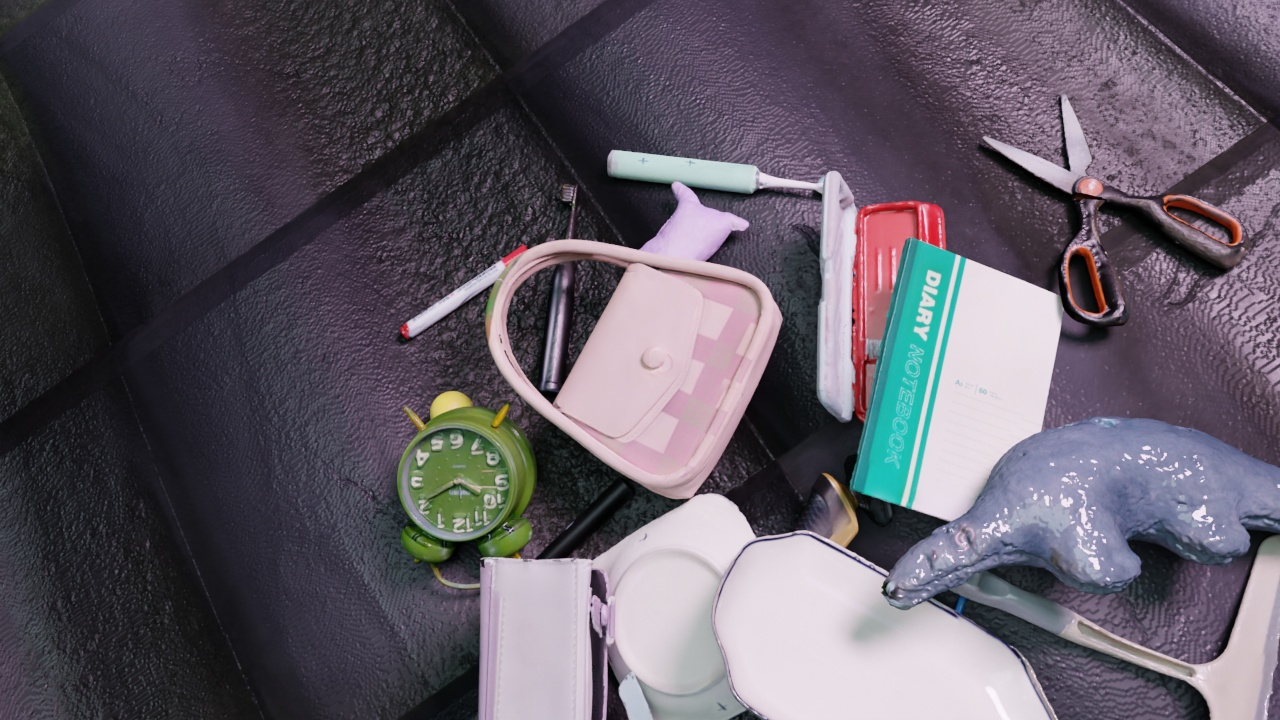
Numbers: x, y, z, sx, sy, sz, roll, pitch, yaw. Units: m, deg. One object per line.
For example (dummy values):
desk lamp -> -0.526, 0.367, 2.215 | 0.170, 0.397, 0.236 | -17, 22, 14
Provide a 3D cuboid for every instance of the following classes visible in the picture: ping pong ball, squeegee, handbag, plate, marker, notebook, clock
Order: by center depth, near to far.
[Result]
plate -> 0.169, 0.229, 0.647 | 0.266, 0.034, 0.161 | 29, 46, 6
squeegee -> 0.320, 0.195, 0.673 | 0.247, 0.039, 0.246 | 21, 67, 17
handbag -> -0.069, 0.250, 0.688 | 0.098, 0.145, 0.196 | 2, 77, -2
plate -> 0.033, 0.203, 0.720 | 0.164, 0.034, 0.163 | -36, 67, 17
notebook -> 0.253, 0.022, 0.723 | 0.150, 0.012, 0.209 | 18, 77, -12
handbag -> -0.018, -0.012, 0.768 | 0.234, 0.093, 0.193 | 27, 79, 7
clock -> -0.150, 0.116, 0.787 | 0.116, 0.056, 0.161 | -3, 93, 7
marker -> -0.057, 0.152, 0.787 | 0.132, 0.020, 0.022 | -44, 60, -3
ping pong ball -> -0.171, 0.048, 0.835 | 0.040, 0.040, 0.040 | -4, 72, 12
marker -> -0.168, -0.065, 0.884 | 0.145, 0.017, 0.017 | -34, 68, 1

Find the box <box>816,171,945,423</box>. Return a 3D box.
box -> 0.196, -0.050, 0.749 | 0.112, 0.099, 0.201 | 0, 73, 14

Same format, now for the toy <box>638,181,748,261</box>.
toy -> 0.034, -0.104, 0.836 | 0.084, 0.039, 0.108 | 36, 90, 19

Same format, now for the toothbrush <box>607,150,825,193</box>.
toothbrush -> 0.076, -0.172, 0.854 | 0.225, 0.026, 0.027 | 10, 53, 16

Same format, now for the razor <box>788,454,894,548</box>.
razor -> 0.139, 0.151, 0.729 | 0.067, 0.062, 0.167 | 38, 90, -10

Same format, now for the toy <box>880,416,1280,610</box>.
toy -> 0.335, 0.104, 0.658 | 0.356, 0.091, 0.137 | -8, 50, -4

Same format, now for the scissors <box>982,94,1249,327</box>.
scissors -> 0.386, -0.125, 0.764 | 0.221, 0.022, 0.230 | 17, 71, 16

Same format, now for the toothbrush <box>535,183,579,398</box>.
toothbrush -> -0.074, -0.070, 0.858 | 0.027, 0.026, 0.212 | 4, 73, 2

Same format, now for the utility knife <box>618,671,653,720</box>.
utility knife -> 0.029, 0.338, 0.692 | 0.034, 0.018, 0.209 | -25, 79, 9

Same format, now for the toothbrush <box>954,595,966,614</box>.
toothbrush -> 0.221, 0.244, 0.696 | 0.016, 0.014, 0.189 | 15, 77, 34
